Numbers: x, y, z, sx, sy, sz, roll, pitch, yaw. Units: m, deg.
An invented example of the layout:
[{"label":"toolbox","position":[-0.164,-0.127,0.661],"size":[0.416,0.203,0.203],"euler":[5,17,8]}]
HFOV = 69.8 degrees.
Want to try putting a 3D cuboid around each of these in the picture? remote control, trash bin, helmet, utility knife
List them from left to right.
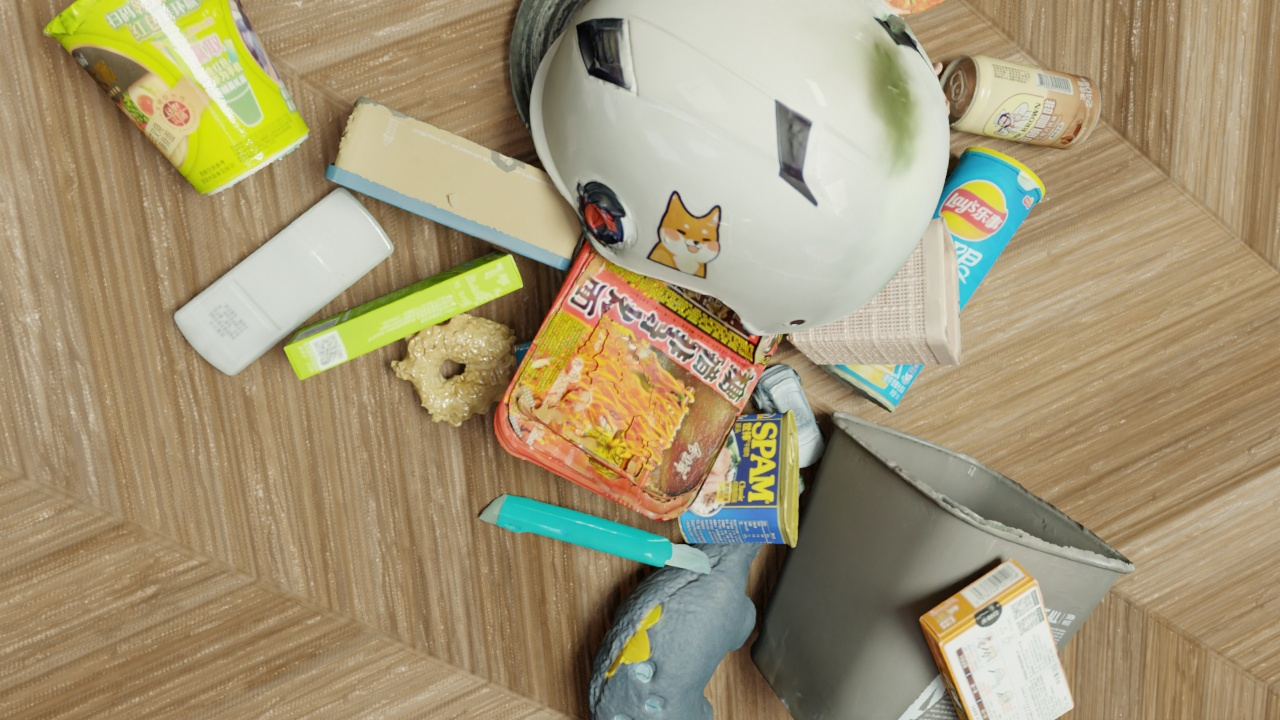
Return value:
[{"label":"remote control","position":[-0.245,-0.055,0.636],"size":[0.150,0.021,0.058],"euler":[-38,108,-4]},{"label":"utility knife","position":[-0.034,0.134,0.703],"size":[0.182,0.013,0.029],"euler":[14,66,7]},{"label":"helmet","position":[0.071,-0.154,0.555],"size":[0.274,0.157,0.229],"euler":[39,69,-1]},{"label":"trash bin","position":[0.215,0.188,0.718],"size":[0.199,0.198,0.220],"euler":[19,102,-27]}]

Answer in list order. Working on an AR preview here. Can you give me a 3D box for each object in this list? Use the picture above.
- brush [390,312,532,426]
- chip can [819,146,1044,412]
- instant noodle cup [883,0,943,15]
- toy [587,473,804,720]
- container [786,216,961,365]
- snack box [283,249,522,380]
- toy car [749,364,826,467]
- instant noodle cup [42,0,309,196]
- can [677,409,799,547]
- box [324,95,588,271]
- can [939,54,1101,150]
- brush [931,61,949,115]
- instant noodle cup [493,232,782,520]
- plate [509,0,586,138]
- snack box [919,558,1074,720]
[{"label":"brush","position":[-0.057,-0.016,0.689],"size":[0.254,0.046,0.083],"euler":[-16,102,-15]},{"label":"chip can","position":[0.231,-0.063,0.732],"size":[0.071,0.071,0.210],"euler":[33,92,-18]},{"label":"instant noodle cup","position":[0.152,-0.310,0.638],"size":[0.151,0.111,0.151],"euler":[-3,102,-14]},{"label":"toy","position":[0.029,0.242,0.732],"size":[0.137,0.091,0.356],"euler":[19,94,-28]},{"label":"container","position":[0.169,-0.044,0.666],"size":[0.111,0.090,0.090],"euler":[-3,76,24]},{"label":"snack box","position":[-0.160,-0.035,0.629],"size":[0.156,0.086,0.026],"euler":[-24,105,-9]},{"label":"toy car","position":[0.123,0.047,0.748],"size":[0.043,0.034,0.090],"euler":[-28,109,-10]},{"label":"instant noodle cup","position":[-0.272,-0.172,0.565],"size":[0.111,0.111,0.123],"euler":[-33,115,-6]},{"label":"can","position":[0.075,0.090,0.698],"size":[0.083,0.101,0.057],"euler":[-3,144,16]},{"label":"box","position":[-0.125,-0.121,0.620],"size":[0.184,0.090,0.061],"euler":[18,97,-15]},{"label":"can","position":[0.299,-0.204,0.726],"size":[0.116,0.058,0.058],"euler":[5,100,-15]},{"label":"brush","position":[0.169,-0.181,0.695],"size":[0.145,0.063,0.073],"euler":[-17,115,-11]},{"label":"instant noodle cup","position":[-0.004,0.004,0.648],"size":[0.164,0.079,0.188],"euler":[31,83,-23]},{"label":"plate","position":[-0.007,-0.212,0.662],"size":[0.179,0.024,0.179],"euler":[-3,102,-13]},{"label":"snack box","position":[0.243,0.206,0.619],"size":[0.075,0.026,0.154],"euler":[-31,123,-3]}]
